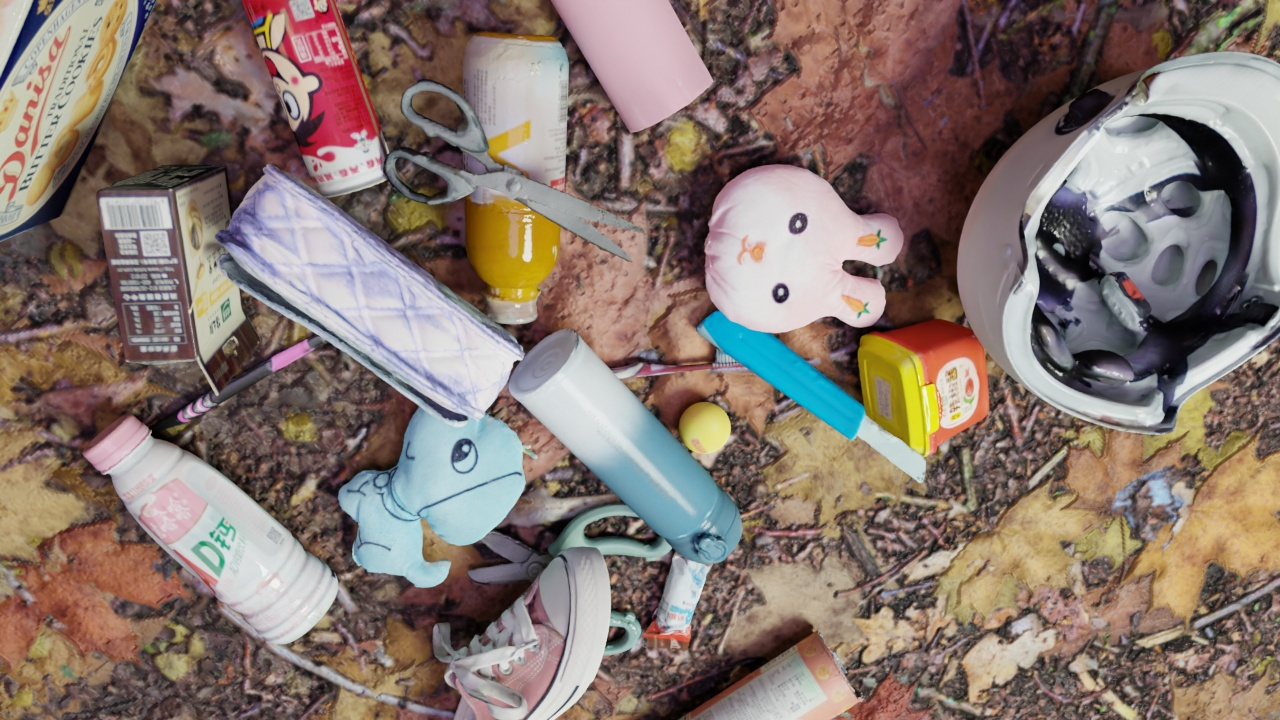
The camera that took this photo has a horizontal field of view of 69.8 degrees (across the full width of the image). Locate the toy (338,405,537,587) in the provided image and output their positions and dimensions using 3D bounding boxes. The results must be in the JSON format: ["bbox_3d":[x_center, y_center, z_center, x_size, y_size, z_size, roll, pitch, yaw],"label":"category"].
[{"bbox_3d":[-0.151,0.097,0.690,0.156,0.049,0.161,-7,106,1],"label":"toy"}]

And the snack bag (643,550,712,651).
[{"bbox_3d":[0.035,0.196,0.770,0.048,0.026,0.104,12,108,-27],"label":"snack bag"}]

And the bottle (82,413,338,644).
[{"bbox_3d":[-0.306,0.120,0.658,0.068,0.068,0.197,-35,113,3],"label":"bottle"}]

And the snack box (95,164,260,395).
[{"bbox_3d":[-0.286,-0.054,0.579,0.053,0.113,0.126,-1,109,-9],"label":"snack box"}]

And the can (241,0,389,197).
[{"bbox_3d":[-0.203,-0.174,0.583,0.053,0.053,0.133,-17,111,-4],"label":"can"}]

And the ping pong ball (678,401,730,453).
[{"bbox_3d":[0.050,0.052,0.714,0.040,0.040,0.040,-3,110,-9],"label":"ping pong ball"}]

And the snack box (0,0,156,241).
[{"bbox_3d":[-0.340,-0.148,0.500,0.045,0.182,0.178,28,103,-18],"label":"snack box"}]

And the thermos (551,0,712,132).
[{"bbox_3d":[-0.039,-0.243,0.585,0.087,0.067,0.198,-24,115,27],"label":"thermos"}]

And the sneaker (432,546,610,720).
[{"bbox_3d":[-0.104,0.235,0.709,0.087,0.118,0.242,15,122,-30],"label":"sneaker"}]

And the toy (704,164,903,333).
[{"bbox_3d":[0.122,-0.078,0.676,0.159,0.054,0.121,7,102,-19],"label":"toy"}]

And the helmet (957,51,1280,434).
[{"bbox_3d":[0.335,-0.088,0.657,0.229,0.146,0.258,35,90,-20],"label":"helmet"}]

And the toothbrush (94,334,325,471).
[{"bbox_3d":[-0.309,0.030,0.658,0.189,0.017,0.014,-29,121,0],"label":"toothbrush"}]

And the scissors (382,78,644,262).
[{"bbox_3d":[-0.080,-0.117,0.569,0.171,0.014,0.151,-9,105,21],"label":"scissors"}]

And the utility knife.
[{"bbox_3d":[0.132,0.025,0.691,0.204,0.018,0.034,37,92,4],"label":"utility knife"}]

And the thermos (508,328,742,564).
[{"bbox_3d":[-0.003,0.072,0.686,0.070,0.070,0.220,-40,116,5],"label":"thermos"}]

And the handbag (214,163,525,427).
[{"bbox_3d":[-0.171,-0.036,0.584,0.194,0.134,0.075,38,85,-12],"label":"handbag"}]

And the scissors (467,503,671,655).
[{"bbox_3d":[-0.046,0.163,0.750,0.175,0.019,0.176,38,100,-18],"label":"scissors"}]

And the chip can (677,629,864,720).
[{"bbox_3d":[0.085,0.321,0.799,0.215,0.071,0.071,-34,111,3],"label":"chip can"}]

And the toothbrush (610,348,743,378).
[{"bbox_3d":[-0.004,0.004,0.701,0.187,0.016,0.017,-5,102,-8],"label":"toothbrush"}]

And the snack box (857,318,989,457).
[{"bbox_3d":[0.221,0.016,0.714,0.080,0.082,0.091,-21,113,-17],"label":"snack box"}]

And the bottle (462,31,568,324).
[{"bbox_3d":[-0.085,-0.119,0.615,0.068,0.068,0.190,0,109,-10],"label":"bottle"}]
